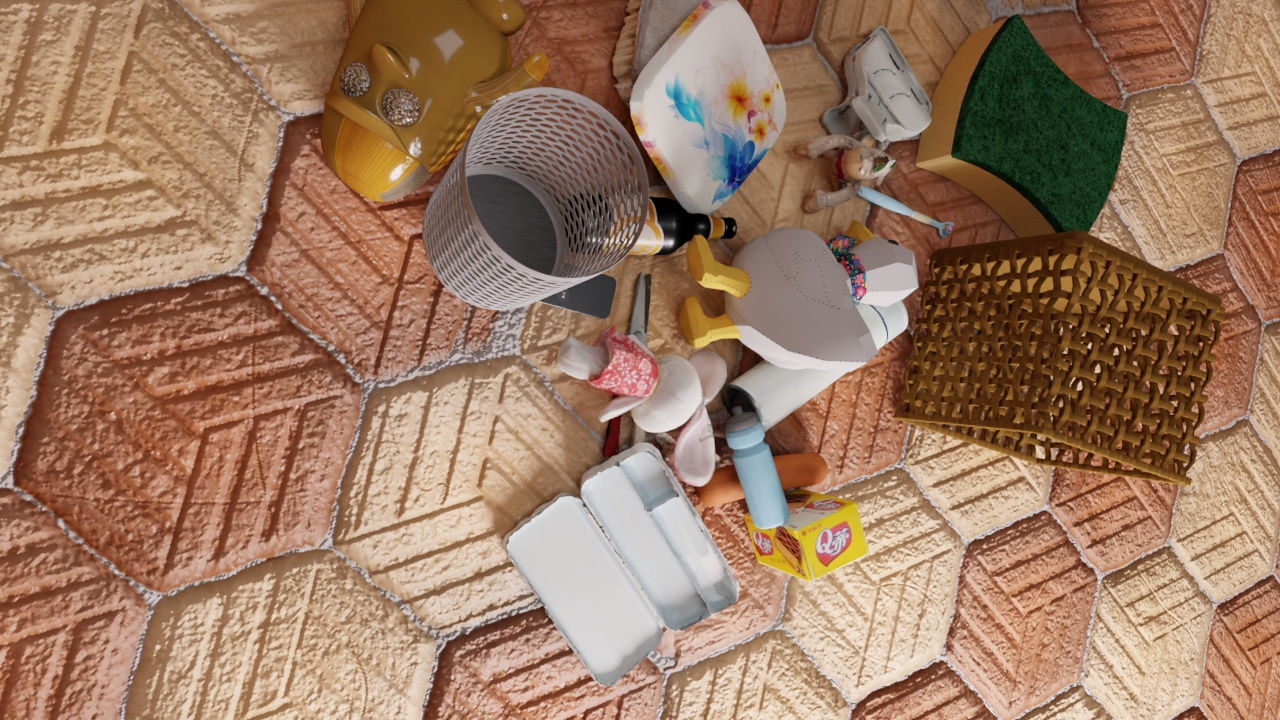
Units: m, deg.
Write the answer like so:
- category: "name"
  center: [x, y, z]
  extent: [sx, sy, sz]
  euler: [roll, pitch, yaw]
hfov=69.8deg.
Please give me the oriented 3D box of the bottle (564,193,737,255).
- category: "bottle"
  center: [0.016, -0.138, 0.941]
  extent: [0.181, 0.059, 0.059]
  euler: [-2, 92, -25]

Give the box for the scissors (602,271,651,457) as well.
- category: "scissors"
  center: [-0.013, 0.008, 0.955]
  extent: [0.146, 0.015, 0.188]
  euler: [-28, 101, -21]

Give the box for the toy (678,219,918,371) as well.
- category: "toy"
  center: [0.179, -0.069, 0.955]
  extent: [0.267, 0.246, 0.141]
  euler: [-3, 126, -11]

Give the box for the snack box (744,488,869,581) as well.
- category: "snack box"
  center: [0.179, 0.187, 0.996]
  extent: [0.083, 0.106, 0.061]
  euler: [-20, 99, -23]

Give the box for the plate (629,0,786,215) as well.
- category: "plate"
  center: [0.080, -0.261, 0.952]
  extent: [0.186, 0.016, 0.187]
  euler: [-52, 133, -15]

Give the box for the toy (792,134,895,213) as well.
- category: "toy"
  center: [0.232, -0.209, 1.018]
  extent: [0.074, 0.106, 0.085]
  euler: [-20, 108, -44]

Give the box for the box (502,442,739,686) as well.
- category: "box"
  center: [-0.016, 0.211, 0.944]
  extent: [0.192, 0.061, 0.210]
  euler: [-33, 104, -1]

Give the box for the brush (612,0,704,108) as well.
- category: "brush"
  center: [0.036, -0.387, 0.946]
  extent: [0.083, 0.057, 0.271]
  euler: [13, 87, -29]

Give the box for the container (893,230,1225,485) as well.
- category: "container"
  center: [0.483, 0.001, 1.069]
  extent: [0.251, 0.220, 0.214]
  euler: [17, 84, -24]

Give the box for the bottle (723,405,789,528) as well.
- category: "bottle"
  center: [0.119, 0.109, 0.955]
  extent: [0.040, 0.040, 0.130]
  euler: [-22, 98, -23]

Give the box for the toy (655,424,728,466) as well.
- category: "toy"
  center: [0.058, 0.090, 0.976]
  extent: [0.101, 0.042, 0.054]
  euler: [10, 65, -17]

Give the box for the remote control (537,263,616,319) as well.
- category: "remote control"
  center: [-0.094, -0.080, 0.919]
  extent: [0.146, 0.008, 0.045]
  euler: [15, 85, -24]

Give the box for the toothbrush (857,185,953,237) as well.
- category: "toothbrush"
  center: [0.316, -0.181, 1.102]
  extent: [0.155, 0.016, 0.022]
  euler: [17, 121, -24]

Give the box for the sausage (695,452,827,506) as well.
- category: "sausage"
  center: [0.137, 0.128, 1.010]
  extent: [0.164, 0.045, 0.039]
  euler: [-7, 58, -25]

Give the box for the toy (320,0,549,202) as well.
- category: "toy"
  center: [-0.202, -0.238, 0.794]
  extent: [0.198, 0.162, 0.203]
  euler: [31, 90, 9]

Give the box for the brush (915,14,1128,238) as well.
- category: "brush"
  center: [0.478, -0.275, 1.141]
  extent: [0.250, 0.075, 0.195]
  euler: [29, 79, -22]

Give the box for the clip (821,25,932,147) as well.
- category: "clip"
  center: [0.278, -0.305, 1.062]
  extent: [0.124, 0.075, 0.143]
  euler: [50, 62, -14]

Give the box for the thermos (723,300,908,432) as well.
- category: "thermos"
  center: [0.198, -0.003, 1.023]
  extent: [0.229, 0.068, 0.068]
  euler: [-33, 104, -20]

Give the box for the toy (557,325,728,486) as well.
- category: "toy"
  center: [0.009, 0.028, 0.911]
  extent: [0.194, 0.084, 0.158]
  euler: [24, 56, -28]

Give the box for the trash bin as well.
- category: "trash bin"
  center: [-0.103, -0.129, 0.809]
  extent: [0.156, 0.184, 0.156]
  euler: [4, 80, -26]
